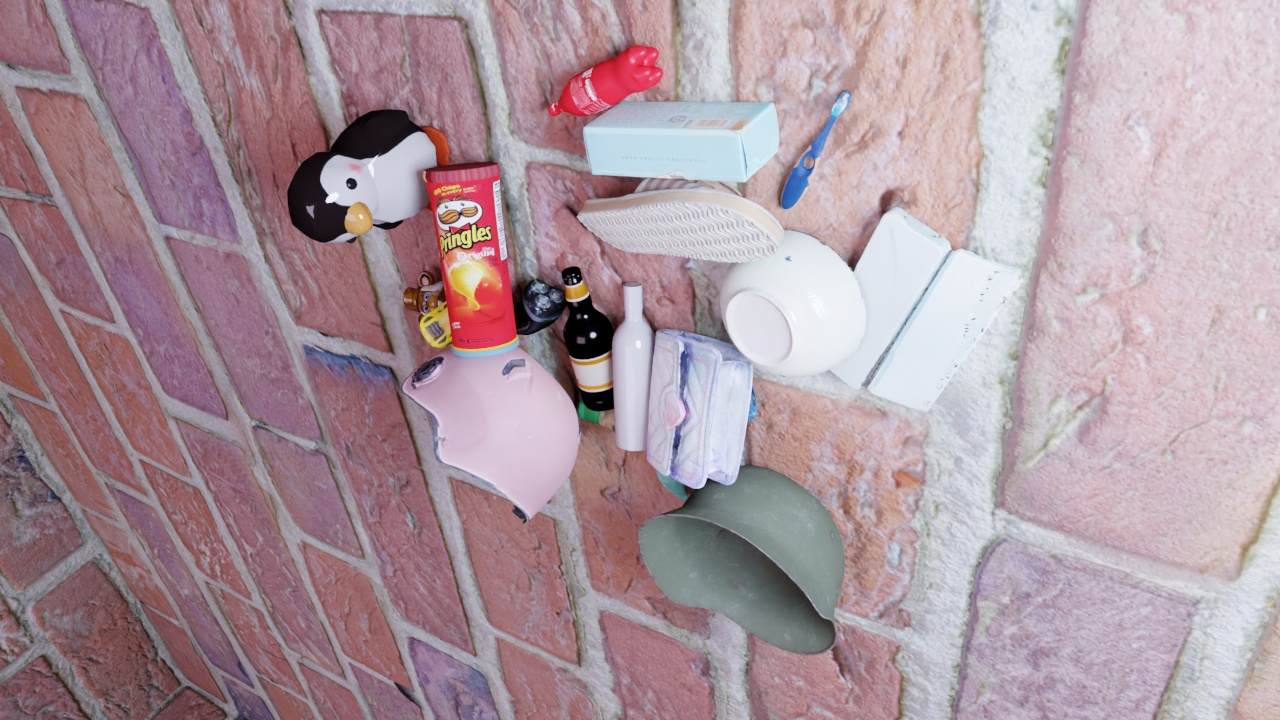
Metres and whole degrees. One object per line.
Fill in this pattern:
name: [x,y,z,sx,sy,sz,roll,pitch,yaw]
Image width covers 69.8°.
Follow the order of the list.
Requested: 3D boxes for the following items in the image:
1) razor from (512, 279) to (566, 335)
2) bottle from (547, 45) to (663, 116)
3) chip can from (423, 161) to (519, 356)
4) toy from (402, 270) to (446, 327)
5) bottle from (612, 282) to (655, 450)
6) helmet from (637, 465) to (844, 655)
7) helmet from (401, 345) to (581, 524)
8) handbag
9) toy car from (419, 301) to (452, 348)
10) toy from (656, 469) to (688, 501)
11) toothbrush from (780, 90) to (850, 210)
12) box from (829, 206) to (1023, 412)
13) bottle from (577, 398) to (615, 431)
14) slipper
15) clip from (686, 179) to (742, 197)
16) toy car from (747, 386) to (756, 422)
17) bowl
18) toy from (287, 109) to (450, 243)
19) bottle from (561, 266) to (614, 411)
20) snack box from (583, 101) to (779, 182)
razor: [-0.152,-0.063,1.143,0.141,0.052,0.064,-9,105,42]
bottle: [-0.039,-0.269,0.902,0.142,0.041,0.042,-11,115,42]
chip can: [-0.194,-0.118,1.066,0.087,0.086,0.213,7,111,32]
toy: [-0.259,-0.074,1.204,0.113,0.067,0.087,10,105,15]
bottle: [-0.006,0.006,1.073,0.052,0.052,0.195,10,113,30]
helmet: [0.144,0.222,1.073,0.228,0.153,0.268,-11,120,47]
helmet: [-0.173,0.064,1.154,0.230,0.152,0.255,45,-177,-32]
handbag: [0.053,0.052,1.016,0.127,0.069,0.159,20,109,49]
toy car: [-0.228,-0.058,1.145,0.107,0.030,0.049,-36,92,17]
toy: [0.062,0.141,1.163,0.085,0.033,0.105,44,138,-18]
toothbrush: [0.158,-0.187,0.839,0.021,0.017,0.135,36,137,11]
box: [0.252,-0.038,0.873,0.136,0.044,0.198,31,139,12]
bottle: [-0.023,0.072,1.162,0.111,0.042,0.043,20,133,22]
slipper: [0.037,-0.142,0.911,0.115,0.052,0.263,34,165,-37]
clip: [0.074,-0.172,0.914,0.061,0.049,0.026,8,142,-24]
toy car: [0.090,0.060,1.062,0.043,0.056,0.120,11,152,-34]
bowl: [0.138,-0.045,0.906,0.153,0.072,0.154,29,137,31]
toy: [-0.335,-0.209,1.064,0.140,0.183,0.159,32,136,13]
bottle: [-0.061,-0.028,1.097,0.059,0.059,0.182,7,127,32]
snack box: [0.037,-0.209,0.869,0.175,0.074,0.053,10,129,30]
